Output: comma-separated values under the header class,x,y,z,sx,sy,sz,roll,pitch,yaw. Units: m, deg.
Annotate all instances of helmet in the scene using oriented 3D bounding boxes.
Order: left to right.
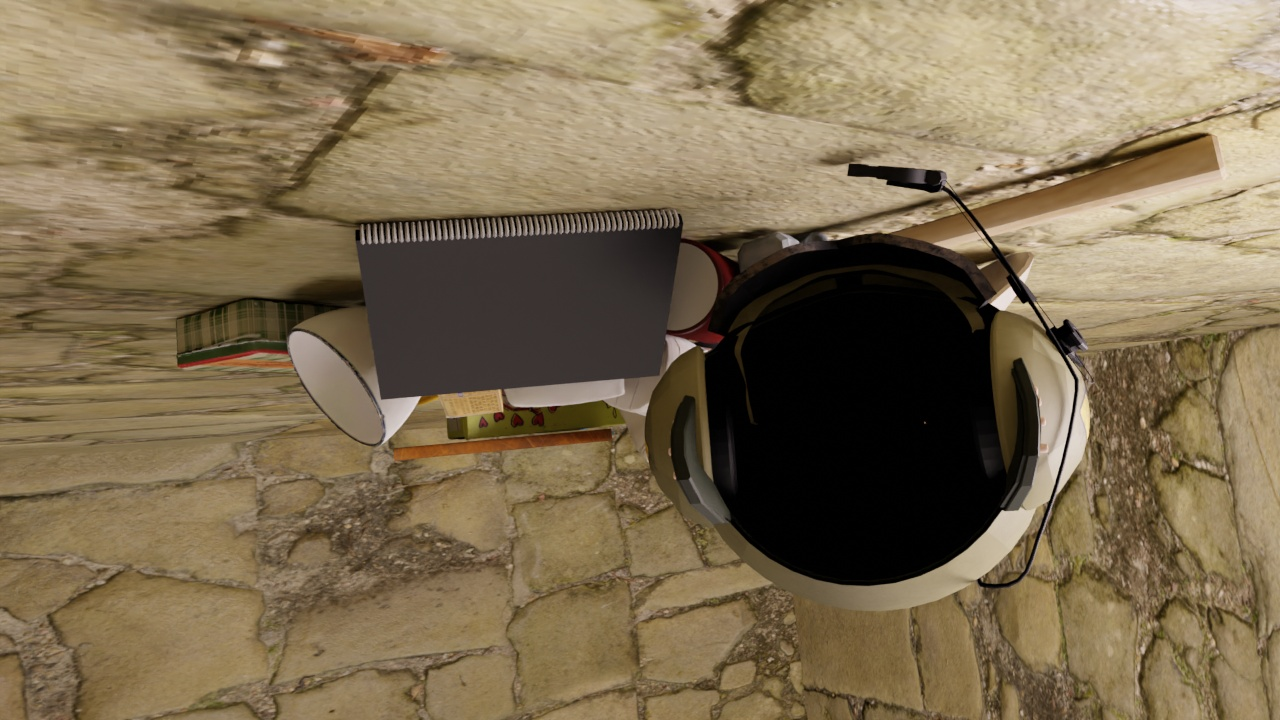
class,x,y,z,sx,sy,sz,roll,pitch,yaw
helmet,0.133,0.023,0.570,0.251,0.255,0.232,-6,171,17

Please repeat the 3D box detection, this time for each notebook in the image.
class,x,y,z,sx,sy,sz,roll,pitch,yaw
notebook,-0.150,0.098,1.074,0.249,0.014,0.178,-5,175,-9
notebook,-0.080,-0.036,0.632,0.206,0.016,0.149,-5,136,-12

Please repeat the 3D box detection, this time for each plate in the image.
class,x,y,z,sx,sy,sz,roll,pitch,yaw
plate,0.301,-0.038,0.890,0.189,0.027,0.188,-38,-178,1

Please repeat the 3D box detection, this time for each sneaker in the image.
class,x,y,z,sx,sy,sz,roll,pitch,yaw
sneaker,-0.005,0.004,0.835,0.104,0.090,0.237,19,178,-33

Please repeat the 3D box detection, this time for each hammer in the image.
class,x,y,z,sx,sy,sz,roll,pitch,yaw
hammer,0.232,-0.095,0.661,0.324,0.051,0.117,-14,171,35

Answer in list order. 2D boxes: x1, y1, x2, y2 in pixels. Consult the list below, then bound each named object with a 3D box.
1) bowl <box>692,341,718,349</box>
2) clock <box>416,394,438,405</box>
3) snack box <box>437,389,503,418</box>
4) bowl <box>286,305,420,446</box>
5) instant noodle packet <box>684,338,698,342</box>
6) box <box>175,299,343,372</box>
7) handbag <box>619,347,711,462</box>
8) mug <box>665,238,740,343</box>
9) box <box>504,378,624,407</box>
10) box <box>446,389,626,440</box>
class,x,y,z,sx,sy,sz,roll,pitch,yaw
bowl,0.047,-0.020,1.122,0.124,0.052,0.124,-6,174,-1
clock,-0.179,-0.001,0.970,0.151,0.052,0.114,-29,-171,-35
snack box,-0.147,-0.015,0.747,0.056,0.057,0.207,-6,158,-7
bowl,-0.227,0.006,0.754,0.117,0.116,0.065,-14,-157,51
instant noodle packet,0.009,-0.036,1.022,0.135,0.039,0.098,-6,178,9
box,-0.305,-0.016,0.846,0.118,0.050,0.205,-11,171,30
handbag,0.061,0.024,0.981,0.185,0.132,0.228,-36,162,31
mug,0.028,-0.054,0.728,0.106,0.073,0.082,4,179,24
box,-0.071,-0.028,0.753,0.103,0.110,0.130,-7,-167,-14
box,-0.121,0.029,1.111,0.220,0.124,0.082,-1,175,-28
